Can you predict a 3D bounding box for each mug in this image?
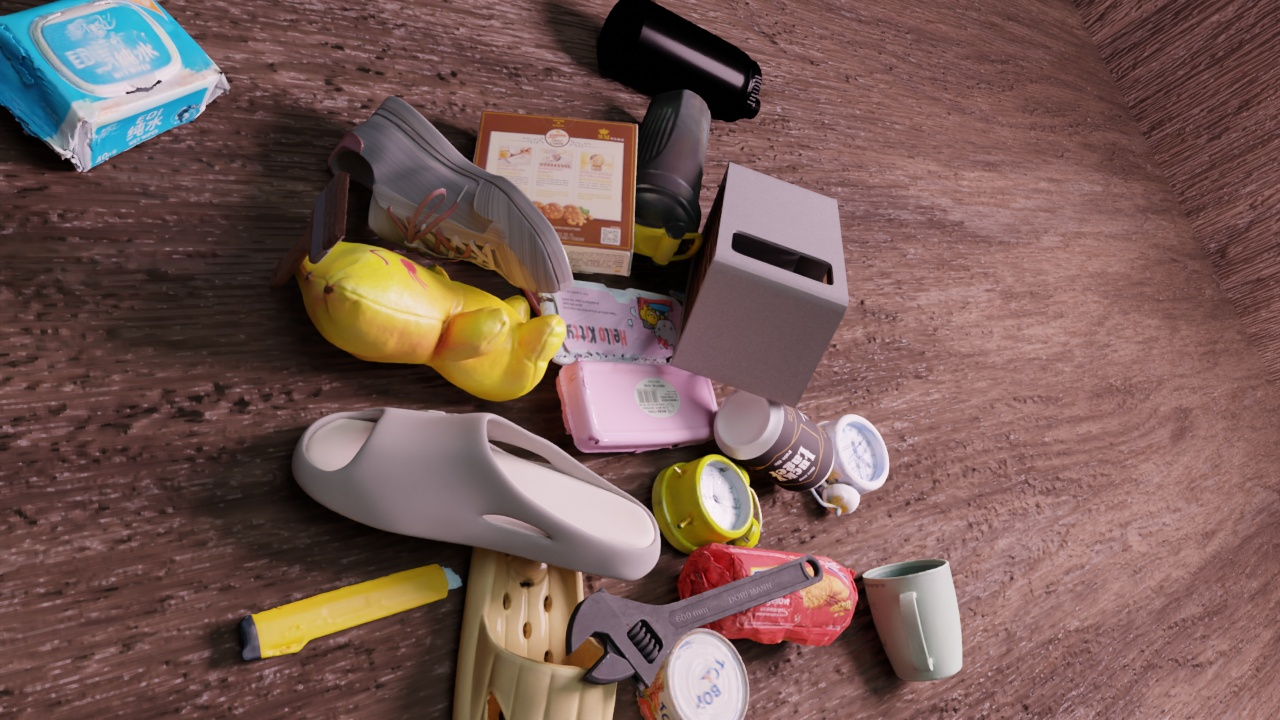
[{"bbox_3d":[0.267,0.255,0.887,0.111,0.084,0.104,7,70,-72],"label":"mug"}]

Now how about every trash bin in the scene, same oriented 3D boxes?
[{"bbox_3d":[0.111,-0.078,0.859,0.114,0.115,0.228,19,33,-3],"label":"trash bin"}]

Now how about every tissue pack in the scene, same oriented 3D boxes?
[{"bbox_3d":[-0.360,-0.194,0.617,0.093,0.062,0.144,49,45,-9],"label":"tissue pack"}]

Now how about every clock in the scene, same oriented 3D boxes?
[{"bbox_3d":[0.065,0.127,0.812,0.119,0.057,0.083,16,57,-42],"label":"clock"},{"bbox_3d":[0.206,0.108,0.952,0.125,0.052,0.089,-34,92,-43],"label":"clock"}]

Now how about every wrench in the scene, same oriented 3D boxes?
[{"bbox_3d":[0.053,0.184,0.690,0.272,0.018,0.073,-5,63,-43],"label":"wrench"}]

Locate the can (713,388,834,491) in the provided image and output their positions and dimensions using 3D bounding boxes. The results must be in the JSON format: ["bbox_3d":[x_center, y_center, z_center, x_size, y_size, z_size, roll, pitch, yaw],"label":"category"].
[{"bbox_3d":[0.128,0.075,0.864,0.128,0.072,0.071,33,46,-47],"label":"can"}]

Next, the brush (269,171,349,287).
[{"bbox_3d":[-0.224,-0.077,0.611,0.008,0.143,0.045,11,69,-35],"label":"brush"}]

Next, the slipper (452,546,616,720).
[{"bbox_3d":[-0.069,0.211,0.635,0.111,0.079,0.261,13,58,-32],"label":"slipper"}]

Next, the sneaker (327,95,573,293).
[{"bbox_3d":[-0.153,-0.108,0.701,0.089,0.099,0.236,-42,64,-17],"label":"sneaker"}]

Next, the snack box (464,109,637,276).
[{"bbox_3d":[-0.076,-0.149,0.808,0.143,0.041,0.146,4,60,-4],"label":"snack box"}]

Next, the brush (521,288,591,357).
[{"bbox_3d":[-0.053,-0.019,0.811,0.040,0.030,0.172,-28,87,-46],"label":"brush"}]

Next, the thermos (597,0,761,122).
[{"bbox_3d":[0.056,-0.334,1.044,0.198,0.086,0.086,14,58,-36],"label":"thermos"}]

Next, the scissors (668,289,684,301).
[{"bbox_3d":[0.080,-0.061,0.965,0.140,0.013,0.117,20,56,-30],"label":"scissors"}]

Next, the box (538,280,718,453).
[{"bbox_3d":[-0.005,0.005,0.809,0.200,0.037,0.152,2,72,-53],"label":"box"}]

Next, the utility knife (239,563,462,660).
[{"bbox_3d":[-0.184,0.162,0.603,0.158,0.017,0.030,-8,77,-43],"label":"utility knife"}]

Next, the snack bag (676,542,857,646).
[{"bbox_3d":[0.111,0.205,0.795,0.176,0.083,0.082,13,59,-35],"label":"snack bag"}]

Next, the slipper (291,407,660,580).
[{"bbox_3d":[-0.096,0.075,0.635,0.265,0.081,0.112,21,27,-16],"label":"slipper"}]

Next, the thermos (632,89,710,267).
[{"bbox_3d":[0.024,-0.188,0.932,0.098,0.098,0.220,35,43,-21],"label":"thermos"}]

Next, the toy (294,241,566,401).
[{"bbox_3d":[-0.161,-0.029,0.683,0.193,0.134,0.087,18,99,-39],"label":"toy"}]

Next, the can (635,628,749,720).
[{"bbox_3d":[0.042,0.259,0.727,0.086,0.043,0.086,19,56,-31],"label":"can"}]
